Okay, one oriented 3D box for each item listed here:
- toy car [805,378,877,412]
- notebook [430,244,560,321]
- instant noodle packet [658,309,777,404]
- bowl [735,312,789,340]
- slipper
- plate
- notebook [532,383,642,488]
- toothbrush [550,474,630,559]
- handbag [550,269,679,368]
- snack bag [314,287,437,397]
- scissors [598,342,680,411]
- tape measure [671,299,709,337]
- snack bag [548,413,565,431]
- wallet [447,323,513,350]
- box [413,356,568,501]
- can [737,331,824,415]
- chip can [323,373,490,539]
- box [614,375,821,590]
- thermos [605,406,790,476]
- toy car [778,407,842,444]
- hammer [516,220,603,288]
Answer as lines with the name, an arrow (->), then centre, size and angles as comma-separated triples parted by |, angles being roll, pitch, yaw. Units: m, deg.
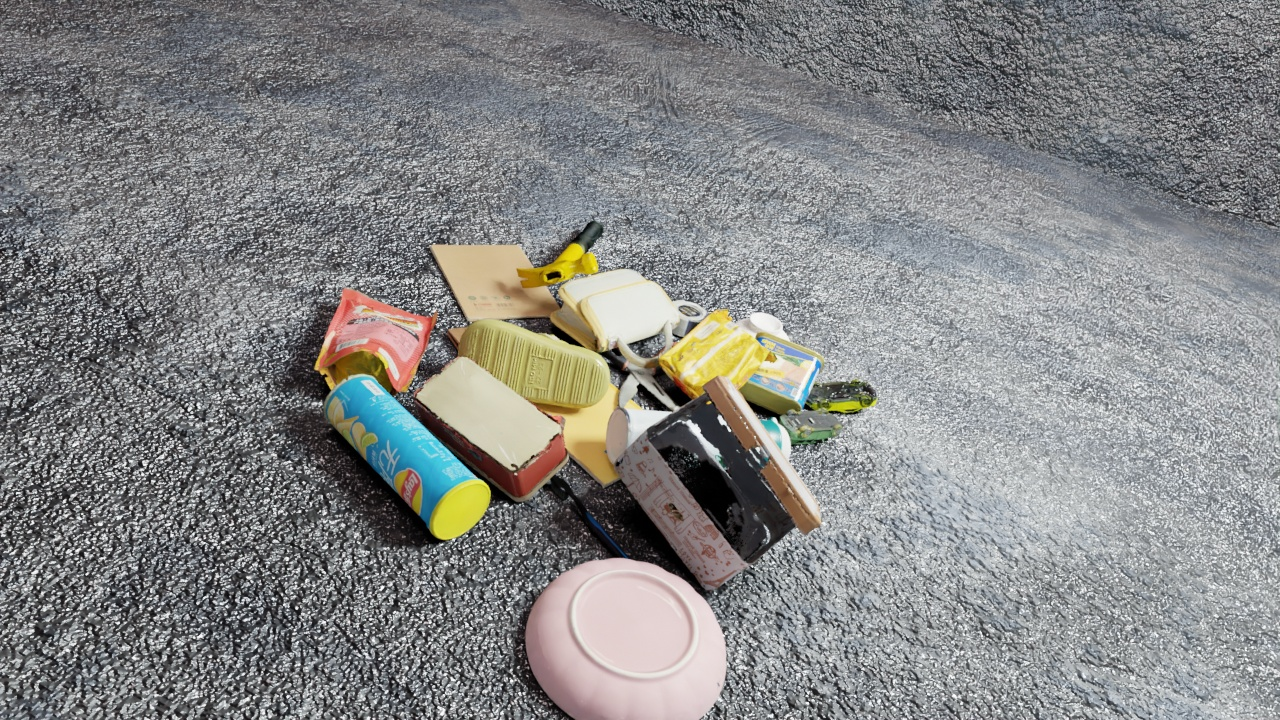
toy car -> 0.280, 0.053, 1.293 | 0.105, 0.032, 0.048 | -3, 35, -7
notebook -> -0.217, -0.120, 1.373 | 0.147, 0.008, 0.207 | -4, 37, -28
instant noodle packet -> 0.100, -0.001, 1.214 | 0.128, 0.044, 0.111 | -37, 63, -18
bowl -> 0.175, -0.030, 1.346 | 0.118, 0.065, 0.118 | 10, 32, -7
slipper -> -0.130, 0.006, 1.141 | 0.190, 0.092, 0.081 | 15, 8, -1
plate -> -0.009, 0.253, 0.852 | 0.192, 0.039, 0.192 | 10, 35, -7
notebook -> -0.061, 0.071, 1.143 | 0.145, 0.010, 0.206 | -20, 46, -43
toothbrush -> -0.042, 0.185, 0.977 | 0.014, 0.016, 0.189 | -10, 42, -43
handbag -> -0.016, -0.057, 1.286 | 0.163, 0.063, 0.179 | -19, 47, -42
snack bag -> -0.326, -0.026, 1.139 | 0.128, 0.073, 0.207 | 13, 27, -12
scissors -> -0.005, 0.007, 1.253 | 0.189, 0.015, 0.224 | 24, 30, 15
tape measure -> 0.069, -0.062, 1.380 | 0.065, 0.034, 0.066 | -9, 37, -36
snack bag -> -0.141, 0.076, 1.082 | 0.104, 0.026, 0.048 | 7, 48, 1
wallet -> -0.190, -0.015, 1.216 | 0.101, 0.020, 0.115 | -8, 36, -34
box -> -0.166, 0.068, 1.018 | 0.168, 0.078, 0.091 | 33, 59, 25
can -> 0.188, 0.021, 1.253 | 0.102, 0.057, 0.083 | 23, 63, 13
chip can -> -0.250, 0.098, 0.968 | 0.210, 0.071, 0.071 | 36, 38, 31
box -> 0.105, 0.111, 0.949 | 0.149, 0.167, 0.182 | -30, 78, -41
thermos -> 0.074, 0.099, 1.096 | 0.224, 0.073, 0.073 | 6, 33, -24
toy car -> 0.224, 0.088, 1.210 | 0.091, 0.036, 0.043 | -4, 36, -26
hammer -> -0.103, -0.170, 1.430 | 0.129, 0.033, 0.300 | -13, 18, 15
